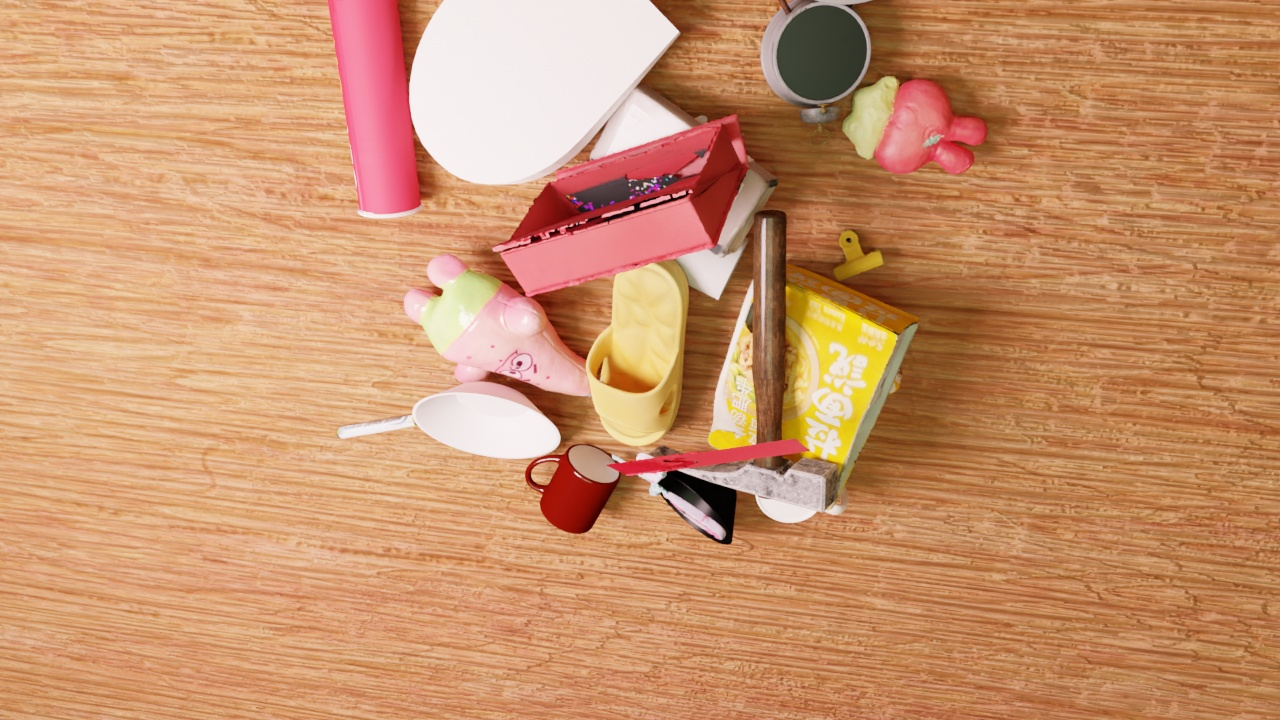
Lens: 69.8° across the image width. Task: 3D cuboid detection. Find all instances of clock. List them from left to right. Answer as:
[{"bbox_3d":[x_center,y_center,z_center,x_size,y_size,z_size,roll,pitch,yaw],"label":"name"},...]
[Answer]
[{"bbox_3d":[0.169,-0.280,0.877,0.104,0.056,0.148,-5,110,2],"label":"clock"}]

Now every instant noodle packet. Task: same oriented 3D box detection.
[{"bbox_3d":[0.168,0.029,0.962,0.163,0.084,0.222,27,111,25],"label":"instant noodle packet"}]

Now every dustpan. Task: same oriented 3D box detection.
[{"bbox_3d":[-0.114,-0.295,0.918,0.191,0.053,0.258,46,107,1],"label":"dustpan"}]

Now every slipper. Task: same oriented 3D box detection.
[{"bbox_3d":[-0.006,0.006,1.000,0.099,0.078,0.264,22,130,17],"label":"slipper"}]

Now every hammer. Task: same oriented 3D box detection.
[{"bbox_3d":[0.097,-0.006,0.938,0.218,0.036,0.301,11,114,34],"label":"hammer"}]

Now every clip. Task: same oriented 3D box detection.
[{"bbox_3d":[0.226,-0.111,0.968,0.054,0.046,0.048,-22,143,19],"label":"clip"}]

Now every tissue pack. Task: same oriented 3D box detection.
[{"bbox_3d":[0.048,-0.195,0.918,0.181,0.071,0.104,40,116,19],"label":"tissue pack"}]

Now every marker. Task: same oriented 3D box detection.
[{"bbox_3d":[-0.316,0.081,1.154,0.147,0.017,0.017,-11,113,14],"label":"marker"}]

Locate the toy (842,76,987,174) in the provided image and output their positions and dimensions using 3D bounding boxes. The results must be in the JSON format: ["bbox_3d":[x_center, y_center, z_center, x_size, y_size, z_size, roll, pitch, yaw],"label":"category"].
[{"bbox_3d":[0.266,-0.226,0.892,0.135,0.045,0.092,16,114,7],"label":"toy"}]

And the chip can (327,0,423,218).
[{"bbox_3d":[-0.274,-0.265,0.953,0.069,0.069,0.221,3,115,8],"label":"chip can"}]

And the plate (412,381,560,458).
[{"bbox_3d":[-0.179,0.063,1.085,0.174,0.036,0.174,6,151,3],"label":"plate"}]

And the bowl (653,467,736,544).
[{"bbox_3d":[0.076,0.156,1.090,0.052,0.124,0.124,-46,105,-20],"label":"bowl"}]

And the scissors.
[{"bbox_3d":[0.026,0.144,1.056,0.170,0.013,0.176,34,163,29],"label":"scissors"}]

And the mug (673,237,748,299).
[{"bbox_3d":[0.066,-0.132,0.967,0.089,0.071,0.107,27,89,4],"label":"mug"}]

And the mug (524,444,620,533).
[{"bbox_3d":[-0.088,0.148,1.116,0.105,0.073,0.083,28,117,-2],"label":"mug"}]

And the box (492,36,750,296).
[{"bbox_3d":[-0.039,-0.255,0.846,0.213,0.147,0.374,-10,92,31],"label":"box"}]

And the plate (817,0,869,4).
[{"bbox_3d":[0.185,-0.409,0.809,0.178,0.012,0.178,1,99,5],"label":"plate"}]

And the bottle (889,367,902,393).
[{"bbox_3d":[0.230,0.028,1.009,0.109,0.063,0.063,-36,105,23],"label":"bottle"}]

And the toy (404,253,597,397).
[{"bbox_3d":[-0.152,-0.022,1.036,0.236,0.096,0.193,32,142,-16],"label":"toy"}]

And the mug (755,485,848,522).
[{"bbox_3d":[0.188,0.138,1.053,0.110,0.090,0.074,24,117,-2],"label":"mug"}]
